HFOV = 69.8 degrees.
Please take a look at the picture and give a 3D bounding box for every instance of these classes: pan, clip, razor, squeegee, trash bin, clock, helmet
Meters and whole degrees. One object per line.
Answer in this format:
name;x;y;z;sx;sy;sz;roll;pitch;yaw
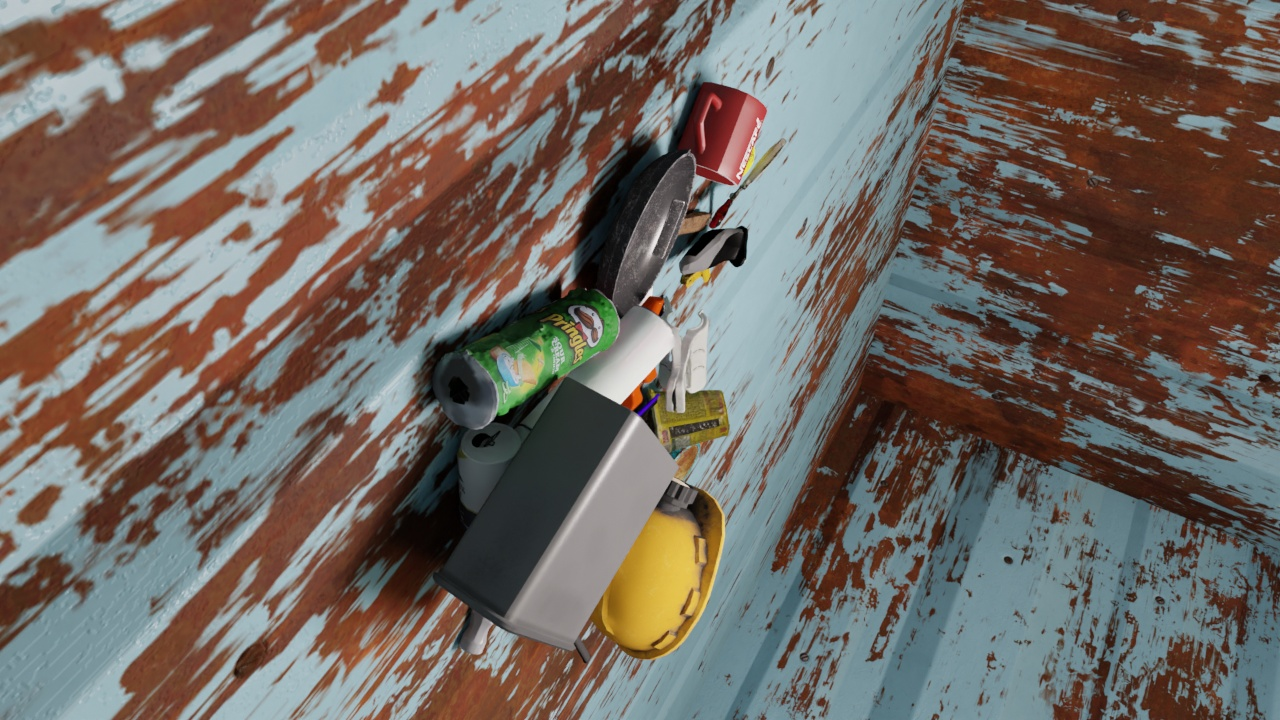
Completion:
pan;0.027;-0.159;1.101;0.208;0.040;0.356;-68;169;18
clip;0.080;-0.125;1.300;0.054;0.046;0.048;80;12;-59
razor;0.094;-0.146;1.233;0.155;0.060;0.057;-18;159;-51
squeegee;-0.007;0.007;1.136;0.249;0.055;0.185;-40;150;-64
trash bin;-0.071;0.155;0.897;0.219;0.098;0.192;-58;155;-12
clip;0.064;0.000;1.246;0.127;0.110;0.150;86;-12;-47
clock;0.042;0.137;1.415;0.157;0.073;0.121;-53;159;-5
helmet;-0.009;0.278;1.268;0.131;0.205;0.255;25;90;-38

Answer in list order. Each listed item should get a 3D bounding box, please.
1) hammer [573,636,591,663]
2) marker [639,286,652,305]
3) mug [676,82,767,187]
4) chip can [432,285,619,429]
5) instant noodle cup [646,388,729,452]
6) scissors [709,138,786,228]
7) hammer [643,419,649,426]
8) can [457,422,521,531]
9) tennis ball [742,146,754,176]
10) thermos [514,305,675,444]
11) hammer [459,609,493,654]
hammer;-0.116;0.290;1.120;0.094;0.015;0.325;-58;144;-35
marker;0.000;-0.042;1.181;0.027;0.023;0.133;-18;135;-25
mug;0.088;-0.270;1.083;0.116;0.080;0.096;12;100;-64
chip can;-0.104;-0.008;0.873;0.222;0.075;0.076;-35;143;-56
instant noodle cup;0.068;0.082;1.323;0.102;0.108;0.102;170;-88;-85
scissors;0.135;-0.229;1.209;0.180;0.015;0.198;-48;-176;32
hammer;-0.062;0.099;1.168;0.130;0.032;0.319;-63;160;-9
can;-0.147;0.117;0.906;0.064;0.064;0.128;-46;152;-46
tennis ball;0.113;-0.264;1.172;0.065;0.065;0.065;-53;156;-36
thermos;-0.057;0.038;0.996;0.229;0.068;0.068;-48;155;-21
hammer;-0.132;0.296;1.206;0.127;0.029;0.323;-68;162;0
